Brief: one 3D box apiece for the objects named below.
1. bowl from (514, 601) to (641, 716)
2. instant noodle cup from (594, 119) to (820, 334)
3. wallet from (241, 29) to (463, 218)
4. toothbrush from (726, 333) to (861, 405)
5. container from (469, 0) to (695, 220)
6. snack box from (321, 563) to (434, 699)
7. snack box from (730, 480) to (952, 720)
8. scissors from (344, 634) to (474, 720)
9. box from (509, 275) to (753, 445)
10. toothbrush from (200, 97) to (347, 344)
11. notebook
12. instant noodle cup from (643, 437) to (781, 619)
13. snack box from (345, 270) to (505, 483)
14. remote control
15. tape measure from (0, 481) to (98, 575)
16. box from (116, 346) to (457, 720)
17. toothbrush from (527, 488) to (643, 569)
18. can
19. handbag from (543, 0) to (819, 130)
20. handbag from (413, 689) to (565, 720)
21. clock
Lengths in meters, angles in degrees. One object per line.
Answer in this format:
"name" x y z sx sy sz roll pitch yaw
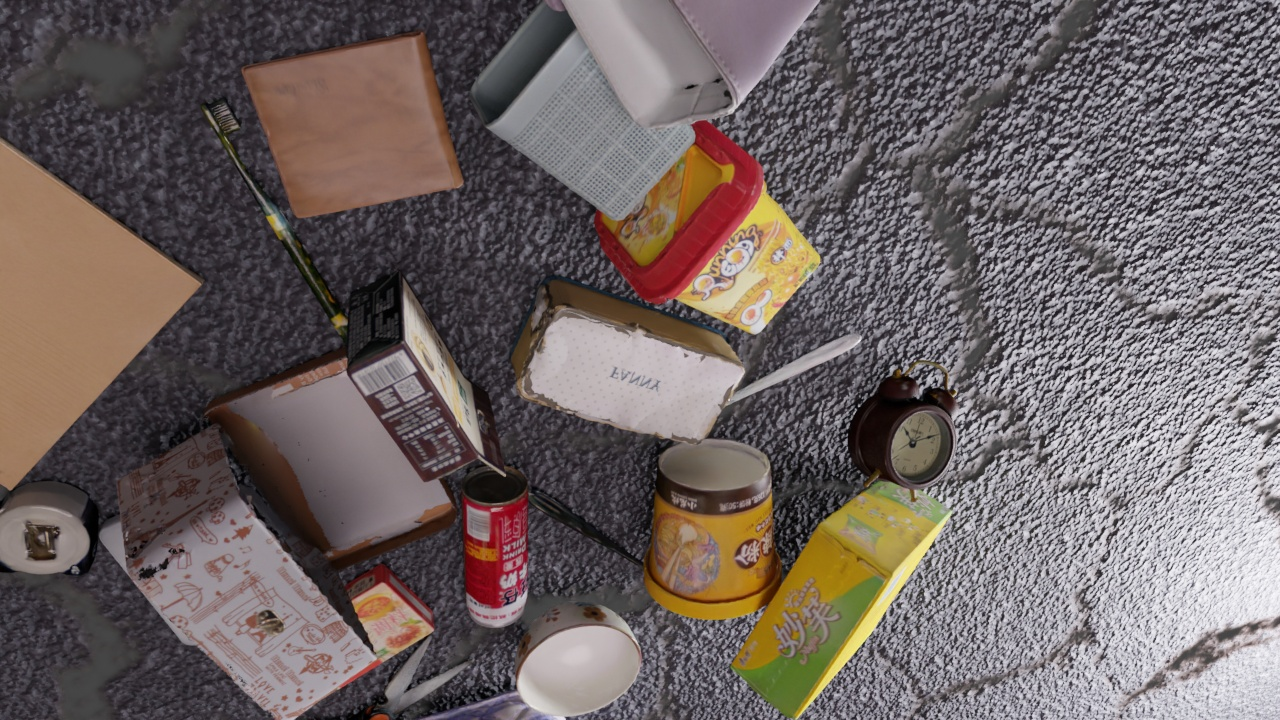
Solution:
"bowl" -0.060 0.260 0.832 0.113 0.062 0.114 -7 121 -12
"instant noodle cup" 0.052 -0.087 0.646 0.123 0.116 0.116 29 107 -41
"wallet" -0.182 -0.149 0.588 0.115 0.020 0.101 -14 120 -6
"toothbrush" 0.106 0.021 0.774 0.180 0.016 0.016 -27 132 0
"container" -0.034 -0.159 0.586 0.090 0.090 0.111 -46 123 12
"snack box" -0.260 0.240 0.782 0.153 0.025 0.075 -31 123 2
"snack box" 0.180 0.196 0.799 0.209 0.070 0.158 -12 132 -59
"scissors" -0.254 0.343 0.850 0.221 0.021 0.211 -15 125 -15
"box" -0.004 0.004 0.707 0.184 0.059 0.090 18 113 -27
"toothbrush" -0.234 -0.087 0.611 0.017 0.012 0.186 -28 123 -9
"notebook" -0.415 -0.024 0.593 0.212 0.012 0.149 -43 120 9
"instant noodle cup" 0.061 0.135 0.771 0.118 0.118 0.114 -6 112 -13
"snack box" -0.149 0.016 0.635 0.053 0.113 0.126 -25 122 -1
"remote control" -0.360 0.167 0.713 0.056 0.020 0.136 -20 123 -4
"tape measure" -0.428 0.121 0.659 0.065 0.033 0.066 5 118 -21
"box" -0.227 0.113 0.659 0.193 0.157 0.183 -33 127 -14
"toothbrush" -0.035 0.159 0.810 0.016 0.018 0.181 -43 120 13
"can" -0.120 0.155 0.759 0.053 0.053 0.133 -4 120 -15
"handbag" 0.037 -0.246 0.507 0.196 0.099 0.145 -55 127 -24
"handbag" -0.158 0.390 0.861 0.193 0.075 0.134 -13 124 -15
"clock" 0.233 0.058 0.802 0.082 0.055 0.122 19 92 -22
